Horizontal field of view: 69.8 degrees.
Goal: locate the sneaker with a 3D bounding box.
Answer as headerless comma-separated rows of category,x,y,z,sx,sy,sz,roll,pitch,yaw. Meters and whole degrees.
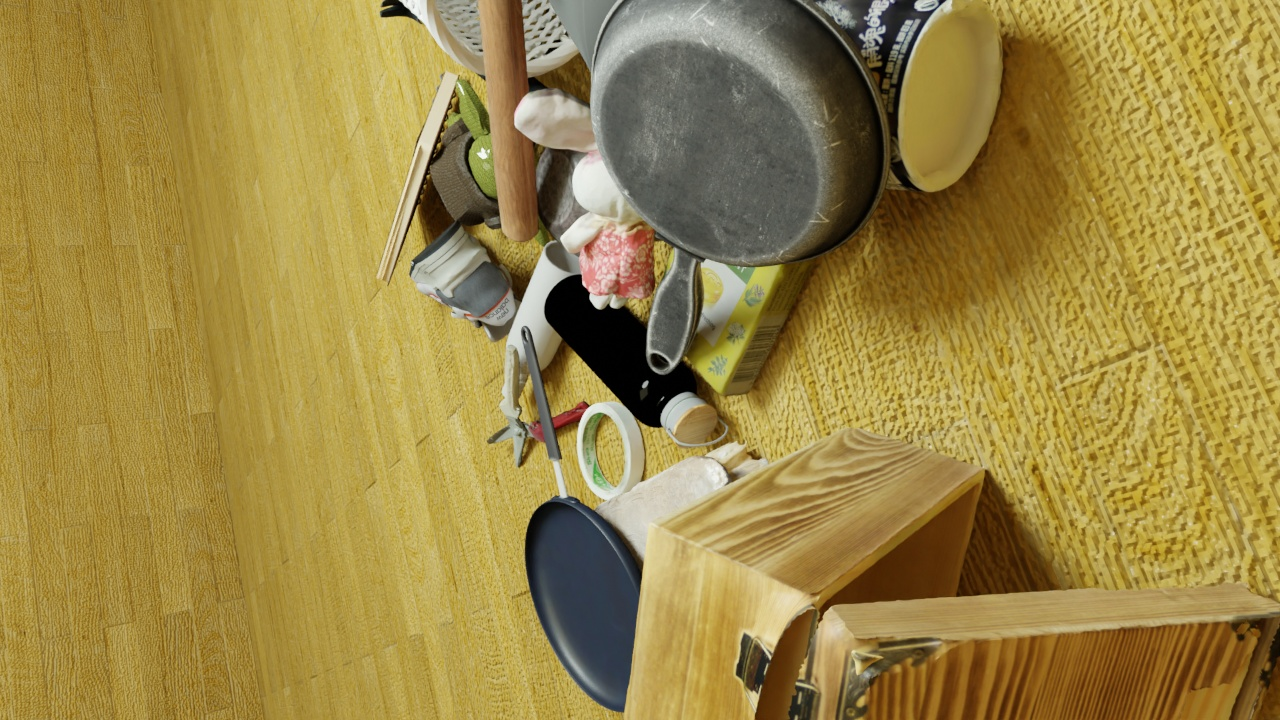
sneaker,-0.186,-0.078,1.016,0.124,0.089,0.240,48,175,-7

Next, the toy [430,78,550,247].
toy,-0.160,-0.199,0.967,0.153,0.078,0.179,-2,119,58

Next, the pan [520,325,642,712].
pan,-0.061,0.142,0.821,0.199,0.021,0.356,-3,101,54

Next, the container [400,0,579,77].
container,-0.142,-0.381,0.831,0.186,0.189,0.190,50,132,40

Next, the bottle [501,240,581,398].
bottle,-0.105,-0.032,0.942,0.052,0.052,0.196,58,137,32

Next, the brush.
brush,0.017,0.145,0.792,0.272,0.056,0.083,-39,67,51

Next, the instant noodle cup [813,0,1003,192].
instant noodle cup,0.136,-0.158,0.535,0.112,0.137,0.137,24,114,42

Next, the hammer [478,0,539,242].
hammer,-0.105,-0.221,0.738,0.301,0.037,0.157,92,163,-44

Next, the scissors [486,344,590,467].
scissors,-0.120,0.055,0.974,0.195,0.015,0.179,3,130,36

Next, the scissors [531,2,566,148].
scissors,-0.119,-0.294,0.959,0.169,0.012,0.157,20,113,52

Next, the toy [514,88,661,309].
toy,-0.017,-0.129,0.744,0.084,0.159,0.194,46,144,50

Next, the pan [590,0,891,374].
pan,0.035,-0.081,0.590,0.187,0.055,0.358,31,145,11

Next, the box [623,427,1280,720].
box,0.139,0.222,0.474,0.264,0.268,0.279,21,112,36

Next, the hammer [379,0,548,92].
hammer,-0.166,-0.313,0.930,0.333,0.117,0.025,47,132,41

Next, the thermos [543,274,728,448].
thermos,-0.005,0.005,0.800,0.231,0.061,0.061,45,129,42

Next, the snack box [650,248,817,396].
snack box,0.069,-0.073,0.700,0.121,0.045,0.181,51,133,38

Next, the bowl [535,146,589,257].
bowl,-0.049,-0.156,0.835,0.145,0.067,0.145,10,103,53

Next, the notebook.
notebook,-0.269,-0.220,1.103,0.226,0.024,0.167,124,159,-44

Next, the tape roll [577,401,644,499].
tape roll,-0.030,0.087,0.883,0.094,0.018,0.094,12,104,54

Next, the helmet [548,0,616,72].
helmet,0.019,-0.300,0.636,0.170,0.164,0.265,14,98,47
